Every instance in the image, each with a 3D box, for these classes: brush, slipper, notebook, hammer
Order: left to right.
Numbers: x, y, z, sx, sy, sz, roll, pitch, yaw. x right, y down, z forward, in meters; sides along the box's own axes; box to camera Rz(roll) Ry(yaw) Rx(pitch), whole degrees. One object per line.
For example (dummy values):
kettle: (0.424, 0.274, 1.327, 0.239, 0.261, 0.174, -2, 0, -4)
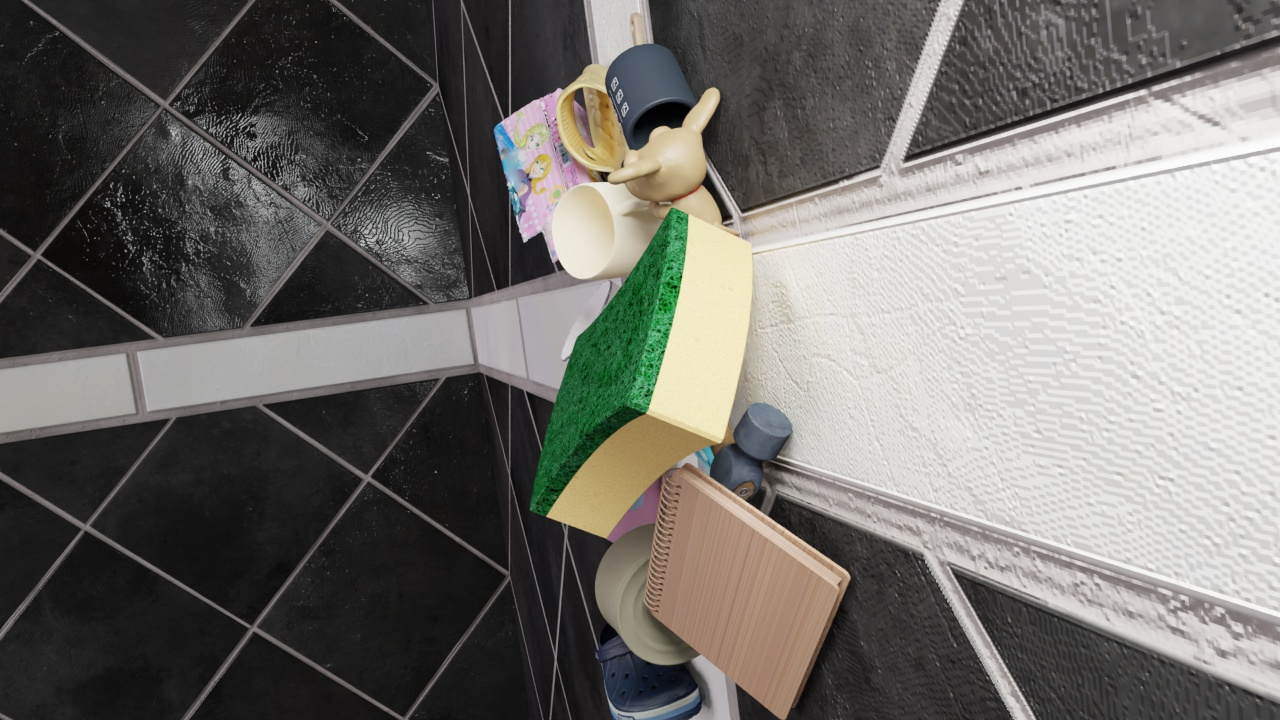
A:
slipper: (-0.049, -0.253, 1.007, 0.261, 0.079, 0.111, -121, 19, -60)
slipper: (-0.005, 0.376, 1.160, 0.253, 0.105, 0.095, -154, 49, -74)
brush: (-0.003, 0.017, 0.780, 0.251, 0.075, 0.194, -49, 23, 51)
brush: (0.006, -0.282, 0.940, 0.039, 0.012, 0.151, 159, 102, -75)
hammer: (0.049, 0.008, 0.868, 0.321, 0.040, 0.130, -109, 37, -48)
notebook: (0.077, 0.197, 0.777, 0.169, 0.022, 0.211, 34, 139, 26)

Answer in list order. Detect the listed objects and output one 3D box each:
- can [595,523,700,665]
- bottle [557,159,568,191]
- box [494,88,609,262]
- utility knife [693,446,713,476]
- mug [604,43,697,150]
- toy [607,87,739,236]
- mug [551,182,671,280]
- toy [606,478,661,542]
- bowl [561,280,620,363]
can: (0.024, 0.241, 0.949, 0.073, 0.127, 0.128, -157, 59, -70)
bottle: (-0.073, -0.193, 1.176, 0.062, 0.062, 0.137, 116, 144, -64)
box: (-0.095, -0.208, 1.117, 0.086, 0.106, 0.230, 27, -139, -56)
utility knife: (0.044, 0.062, 0.907, 0.022, 0.015, 0.124, -37, 83, 29)
mug: (0.016, -0.227, 0.850, 0.105, 0.071, 0.077, 56, -167, -57)
toy: (0.031, -0.152, 0.794, 0.106, 0.134, 0.108, 16, 144, 50)
mug: (-0.016, -0.138, 0.941, 0.120, 0.099, 0.096, -27, 78, 43)
toy: (-0.021, 0.148, 1.108, 0.171, 0.120, 0.222, 172, 84, -78)
bowl: (-0.041, -0.034, 1.104, 0.114, 0.063, 0.113, -54, 15, 22)
